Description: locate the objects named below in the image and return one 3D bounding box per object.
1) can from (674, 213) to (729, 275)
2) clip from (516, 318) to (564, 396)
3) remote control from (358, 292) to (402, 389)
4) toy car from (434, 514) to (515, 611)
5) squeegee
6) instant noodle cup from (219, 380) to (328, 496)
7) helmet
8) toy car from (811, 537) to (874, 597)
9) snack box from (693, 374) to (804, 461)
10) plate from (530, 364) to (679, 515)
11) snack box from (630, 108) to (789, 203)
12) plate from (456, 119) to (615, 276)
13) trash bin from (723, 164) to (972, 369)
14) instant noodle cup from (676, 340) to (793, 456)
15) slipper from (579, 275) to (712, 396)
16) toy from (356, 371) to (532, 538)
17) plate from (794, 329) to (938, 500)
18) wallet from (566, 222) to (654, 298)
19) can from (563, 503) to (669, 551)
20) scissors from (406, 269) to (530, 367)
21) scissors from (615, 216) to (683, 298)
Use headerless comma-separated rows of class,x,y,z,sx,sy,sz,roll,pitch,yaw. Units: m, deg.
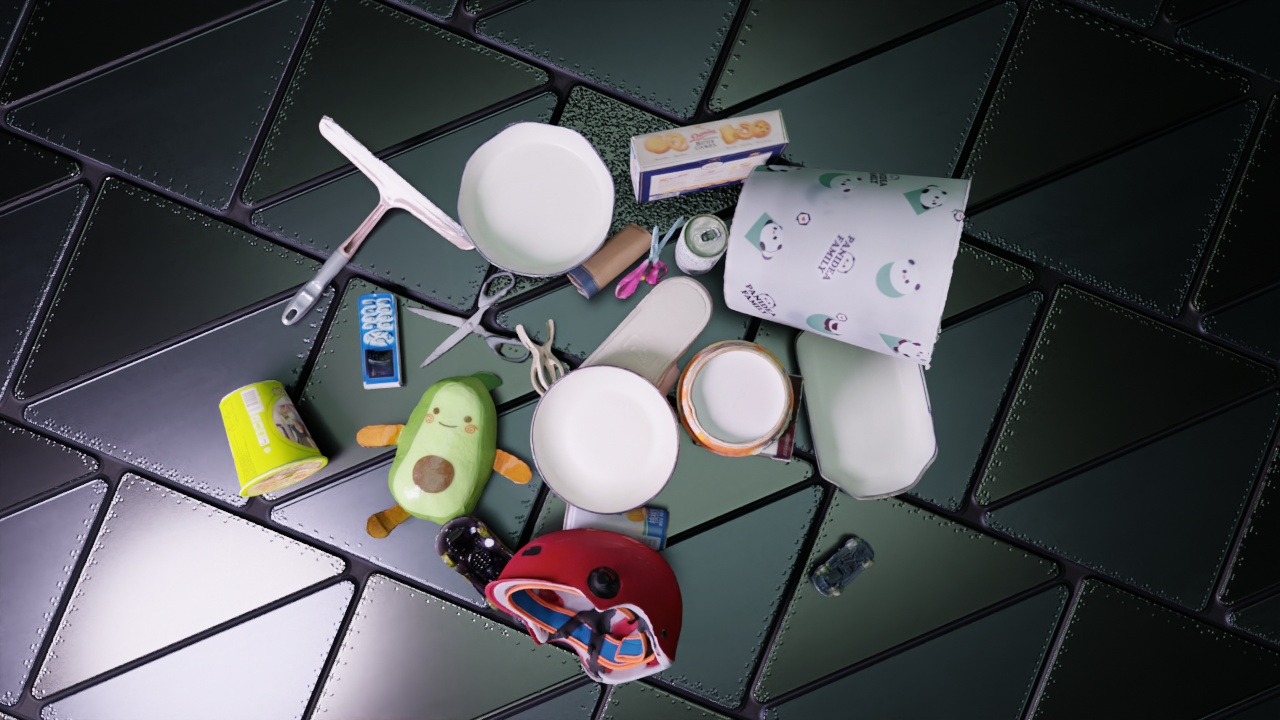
can,0.076,-0.145,1.158,0.058,0.147,0.058,0,88,-2
clip,-0.127,-0.003,1.205,0.070,0.035,0.100,-14,84,-31
remote control,-0.343,-0.026,1.212,0.049,0.024,0.125,-4,87,-1
toy car,-0.197,0.259,1.182,0.070,0.042,0.158,-41,111,-2
squeegee,-0.388,-0.145,1.208,0.247,0.040,0.249,40,94,-17
instant noodle cup,-0.476,0.095,1.173,0.111,0.112,0.123,-26,80,-1
helmet,-0.056,0.281,1.131,0.240,0.208,0.143,32,52,-7
toy car,0.266,0.271,1.207,0.090,0.034,0.043,-41,87,-4
snack box,0.140,0.066,1.201,0.125,0.053,0.113,10,88,-1
plate,-0.043,0.098,1.164,0.192,0.039,0.192,1,97,11
snack box,0.080,-0.250,1.143,0.178,0.182,0.046,-11,87,-2
plate,-0.134,-0.208,1.205,0.205,0.045,0.204,0,85,0
trash bin,0.247,-0.127,1.107,0.252,0.229,0.229,13,88,16
instant noodle cup,0.118,0.046,1.125,0.151,0.111,0.151,0,87,4
slipper,-0.007,0.007,1.198,0.114,0.054,0.274,38,98,4
toy,-0.252,0.129,1.177,0.227,0.090,0.247,15,92,-10
plate,0.294,0.049,1.212,0.162,0.034,0.265,-12,88,-1
wallet,-0.039,-0.131,1.190,0.115,0.090,0.033,-41,113,-2
can,-0.031,0.212,1.195,0.134,0.053,0.053,9,88,-1
scissors,-0.225,-0.052,1.219,0.178,0.014,0.159,18,88,0
scissors,0.020,-0.130,1.175,0.017,0.118,0.134,47,114,22
